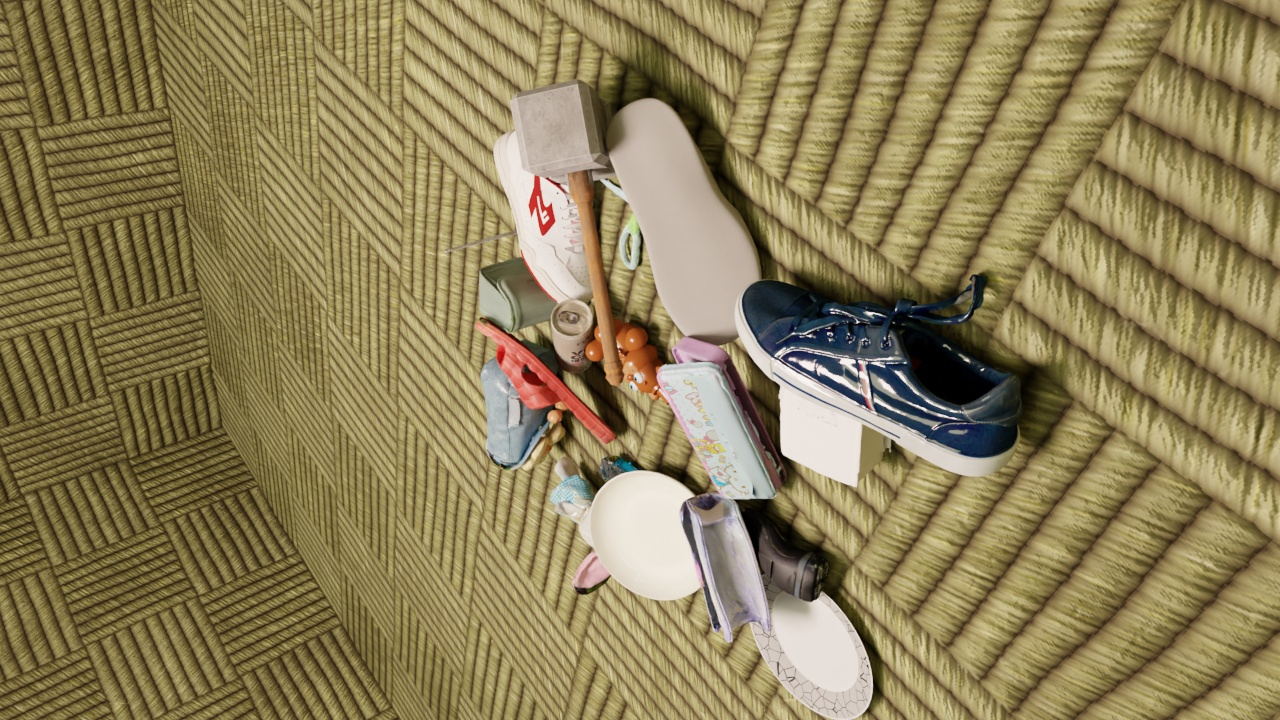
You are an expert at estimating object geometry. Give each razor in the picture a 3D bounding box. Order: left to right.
[{"bbox_3d":[0.163,0.216,1.051,0.140,0.063,0.053,-133,36,-51],"label":"razor"}]

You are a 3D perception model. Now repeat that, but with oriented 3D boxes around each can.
[{"bbox_3d":[-0.088,-0.029,1.205,0.054,0.054,0.136,56,166,16],"label":"can"}]

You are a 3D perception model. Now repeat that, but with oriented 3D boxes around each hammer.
[{"bbox_3d":[-0.054,-0.128,1.008,0.083,0.162,0.317,-9,94,11],"label":"hammer"}]

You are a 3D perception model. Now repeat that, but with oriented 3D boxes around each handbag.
[{"bbox_3d":[-0.164,0.072,1.360,0.119,0.121,0.192,23,126,25],"label":"handbag"},{"bbox_3d":[-0.146,-0.093,1.229,0.106,0.121,0.067,39,135,40],"label":"handbag"},{"bbox_3d":[0.096,0.244,1.096,0.126,0.069,0.158,-179,72,-83],"label":"handbag"}]

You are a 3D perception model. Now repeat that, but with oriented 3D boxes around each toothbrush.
[{"bbox_3d":[-0.175,-0.164,1.173,0.010,0.181,0.010,28,127,36],"label":"toothbrush"}]

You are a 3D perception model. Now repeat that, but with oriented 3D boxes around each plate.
[{"bbox_3d":[0.020,0.227,1.214,0.182,0.034,0.182,7,107,23],"label":"plate"},{"bbox_3d":[0.202,0.333,1.085,0.189,0.016,0.189,30,131,42],"label":"plate"}]

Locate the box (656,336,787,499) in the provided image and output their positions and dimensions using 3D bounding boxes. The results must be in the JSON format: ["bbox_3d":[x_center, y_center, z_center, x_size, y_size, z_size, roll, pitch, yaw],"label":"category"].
[{"bbox_3d":[0.093,0.070,0.987,0.078,0.065,0.214,7,139,39],"label":"box"}]

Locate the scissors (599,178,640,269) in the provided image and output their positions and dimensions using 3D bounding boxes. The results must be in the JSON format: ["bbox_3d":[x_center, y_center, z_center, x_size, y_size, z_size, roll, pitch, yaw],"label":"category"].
[{"bbox_3d":[-0.001,-0.182,1.075,0.171,0.021,0.173,38,138,42],"label":"scissors"}]

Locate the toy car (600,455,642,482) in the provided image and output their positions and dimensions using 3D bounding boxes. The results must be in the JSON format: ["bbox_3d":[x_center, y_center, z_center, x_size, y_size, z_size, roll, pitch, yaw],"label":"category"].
[{"bbox_3d":[-0.013,0.165,1.267,0.105,0.032,0.048,27,130,37],"label":"toy car"}]

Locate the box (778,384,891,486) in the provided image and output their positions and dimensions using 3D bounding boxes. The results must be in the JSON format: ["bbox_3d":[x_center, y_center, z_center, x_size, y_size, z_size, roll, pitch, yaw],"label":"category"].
[{"bbox_3d":[0.203,0.049,0.911,0.102,0.091,0.107,21,130,38],"label":"box"}]

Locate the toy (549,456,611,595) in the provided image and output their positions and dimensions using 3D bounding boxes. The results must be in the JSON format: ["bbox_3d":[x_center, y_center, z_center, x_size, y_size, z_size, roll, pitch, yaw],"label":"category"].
[{"bbox_3d":[-0.061,0.221,1.330,0.106,0.130,0.205,-46,58,31],"label":"toy"}]

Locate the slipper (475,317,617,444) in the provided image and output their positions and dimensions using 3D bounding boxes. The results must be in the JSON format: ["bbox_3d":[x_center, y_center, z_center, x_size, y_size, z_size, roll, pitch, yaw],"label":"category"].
[{"bbox_3d":[-0.136,0.039,1.243,0.249,0.059,0.103,44,178,-13],"label":"slipper"}]

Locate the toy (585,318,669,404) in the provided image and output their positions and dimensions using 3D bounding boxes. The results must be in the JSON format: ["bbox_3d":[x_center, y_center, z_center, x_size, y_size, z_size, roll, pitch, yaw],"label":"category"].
[{"bbox_3d":[-0.007,0.007,1.147,0.127,0.065,0.095,50,151,16],"label":"toy"}]

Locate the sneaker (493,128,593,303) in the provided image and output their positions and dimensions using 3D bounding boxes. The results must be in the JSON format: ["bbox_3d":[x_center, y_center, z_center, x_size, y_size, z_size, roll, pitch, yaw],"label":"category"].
[{"bbox_3d":[-0.095,-0.186,1.150,0.105,0.090,0.236,-13,97,44],"label":"sneaker"}]

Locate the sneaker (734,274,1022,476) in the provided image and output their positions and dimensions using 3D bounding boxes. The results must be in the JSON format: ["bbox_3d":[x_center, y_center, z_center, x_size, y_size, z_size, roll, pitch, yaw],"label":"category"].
[{"bbox_3d":[0.204,-0.024,0.809,0.295,0.120,0.127,33,145,36],"label":"sneaker"}]

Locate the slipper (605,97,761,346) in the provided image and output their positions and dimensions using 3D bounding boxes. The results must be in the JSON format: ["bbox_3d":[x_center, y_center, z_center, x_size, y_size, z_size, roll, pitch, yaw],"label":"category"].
[{"bbox_3d":[0.049,-0.147,0.976,0.113,0.080,0.266,-26,94,13],"label":"slipper"}]
